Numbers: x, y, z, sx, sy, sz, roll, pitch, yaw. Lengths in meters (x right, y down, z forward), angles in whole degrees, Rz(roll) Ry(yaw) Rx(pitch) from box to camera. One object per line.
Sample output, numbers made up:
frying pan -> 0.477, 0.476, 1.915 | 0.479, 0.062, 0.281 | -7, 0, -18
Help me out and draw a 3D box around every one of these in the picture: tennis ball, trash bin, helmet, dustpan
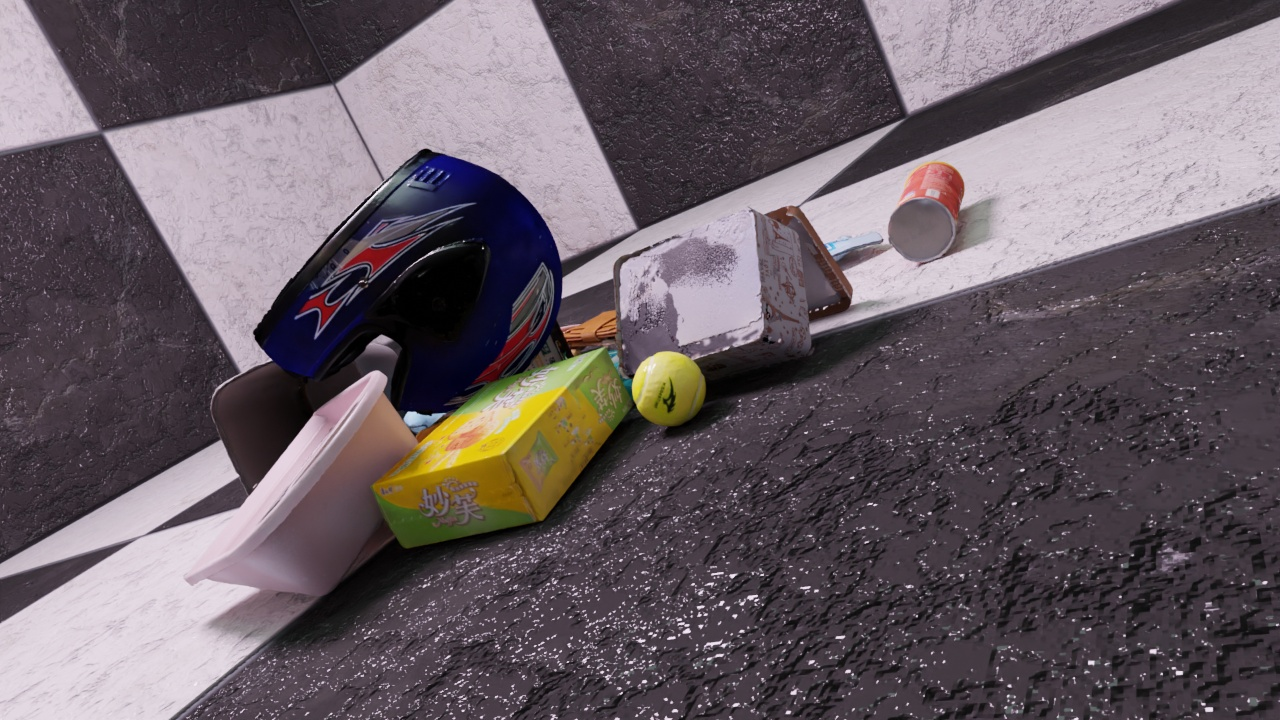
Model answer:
tennis ball -> 0.025, 0.025, 0.804 | 0.065, 0.065, 0.065 | -24, 11, 5
trash bin -> -0.400, 0.080, 1.209 | 0.199, 0.198, 0.219 | -23, 4, 5
helmet -> -0.228, -0.058, 1.006 | 0.315, 0.240, 0.247 | -47, 7, -1
dustpan -> -0.323, 0.097, 0.846 | 0.274, 0.139, 0.221 | 3, 49, 32

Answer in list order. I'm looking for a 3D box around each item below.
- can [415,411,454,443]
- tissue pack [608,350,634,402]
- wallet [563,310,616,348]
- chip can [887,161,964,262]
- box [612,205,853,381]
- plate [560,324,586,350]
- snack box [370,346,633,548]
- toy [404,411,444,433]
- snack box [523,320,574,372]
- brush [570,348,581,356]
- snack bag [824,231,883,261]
can -> -0.198, 0.082, 1.060 | 0.102, 0.057, 0.083 | -23, 9, 10
tissue pack -> -0.045, 0.025, 0.996 | 0.093, 0.050, 0.134 | -34, 13, -32
wallet -> -0.031, -0.046, 1.202 | 0.132, 0.031, 0.107 | -5, 17, 47
chip can -> 0.326, -0.172, 1.037 | 0.073, 0.073, 0.216 | -20, 13, 26
box -> 0.097, -0.054, 0.912 | 0.183, 0.154, 0.187 | -16, -22, 39
plate -> -0.173, 0.001, 1.305 | 0.229, 0.028, 0.229 | -20, -4, -2
snack box -> -0.120, 0.076, 0.839 | 0.158, 0.070, 0.209 | -17, 18, 29
toy -> -0.250, 0.071, 1.192 | 0.156, 0.050, 0.161 | 12, 10, 39
snack box -> -0.132, 0.000, 1.141 | 0.126, 0.113, 0.053 | -20, 11, 20
brush -> -0.172, 0.038, 1.264 | 0.255, 0.046, 0.083 | -22, 10, 37
snack bag -> 0.201, -0.117, 1.150 | 0.191, 0.039, 0.110 | -25, 0, -1
